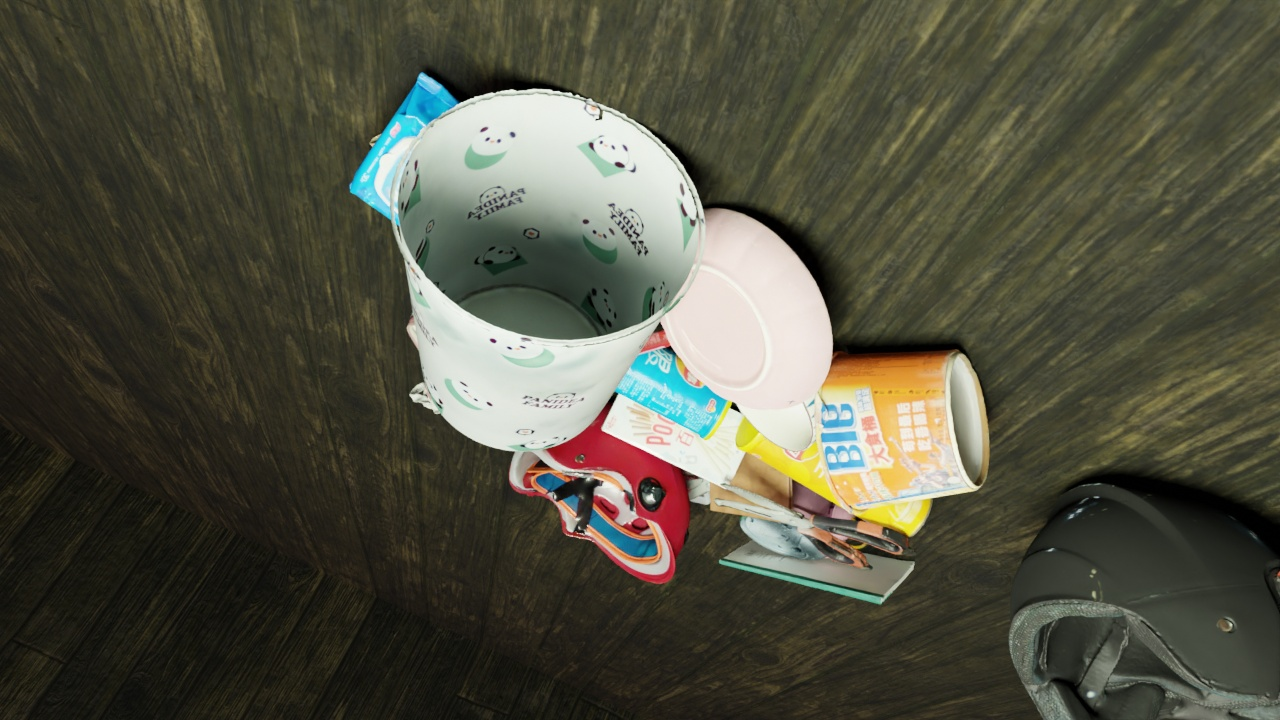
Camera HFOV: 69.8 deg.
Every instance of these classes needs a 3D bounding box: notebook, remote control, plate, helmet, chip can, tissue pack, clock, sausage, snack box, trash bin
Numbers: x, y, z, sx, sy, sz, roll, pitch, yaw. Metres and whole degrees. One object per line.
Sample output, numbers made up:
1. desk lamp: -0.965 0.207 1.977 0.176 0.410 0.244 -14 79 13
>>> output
1. notebook: 0.225 0.259 1.168 0.209 0.012 0.150 7 -172 30
2. remote control: 0.059 0.148 1.198 0.056 0.020 0.136 11 147 21
3. plate: 0.076 -0.035 0.793 0.192 0.038 0.193 33 140 32
4. helmet: 0.475 0.235 0.826 0.275 0.229 0.234 14 143 2
5. chip can: 0.207 0.114 0.985 0.213 0.071 0.072 30 150 -12
6. tissue pack: -0.189 -0.171 0.808 0.095 0.052 0.158 37 132 -16
7. clock: 0.205 0.200 1.137 0.158 0.059 0.117 20 149 11
8. helmet: -0.027 0.145 1.122 0.240 0.143 0.207 42 150 -8
9. sausage: 0.013 -0.019 0.912 0.156 0.020 0.020 -16 139 10
10. snack box: 0.044 0.073 1.026 0.157 0.084 0.027 25 178 -2
11. trash bin: -0.090 -0.054 0.774 0.229 0.229 0.253 25 150 0
12. chip can: -0.006 0.006 0.970 0.210 0.071 0.071 28 150 -4

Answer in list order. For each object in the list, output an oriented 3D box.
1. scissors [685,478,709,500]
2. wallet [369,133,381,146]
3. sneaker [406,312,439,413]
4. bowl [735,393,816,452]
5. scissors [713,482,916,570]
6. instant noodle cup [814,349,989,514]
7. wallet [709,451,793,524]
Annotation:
1. scissors: 0.096 0.158 1.127 0.144 0.012 0.171 42 129 22
2. wallet: -0.192 -0.171 0.872 0.087 0.024 0.115 -3 138 34
3. sneaker: -0.241 0.029 1.162 0.118 0.087 0.241 12 147 20
4. bowl: 0.142 0.021 0.871 0.116 0.066 0.117 44 155 26
5. scissors: 0.192 0.185 1.015 0.189 0.015 0.224 -9 140 44
6. instant noodle cup: 0.235 0.058 0.810 0.112 0.151 0.151 -10 136 33
7. wallet: 0.127 0.129 1.064 0.101 0.020 0.115 4 109 29
